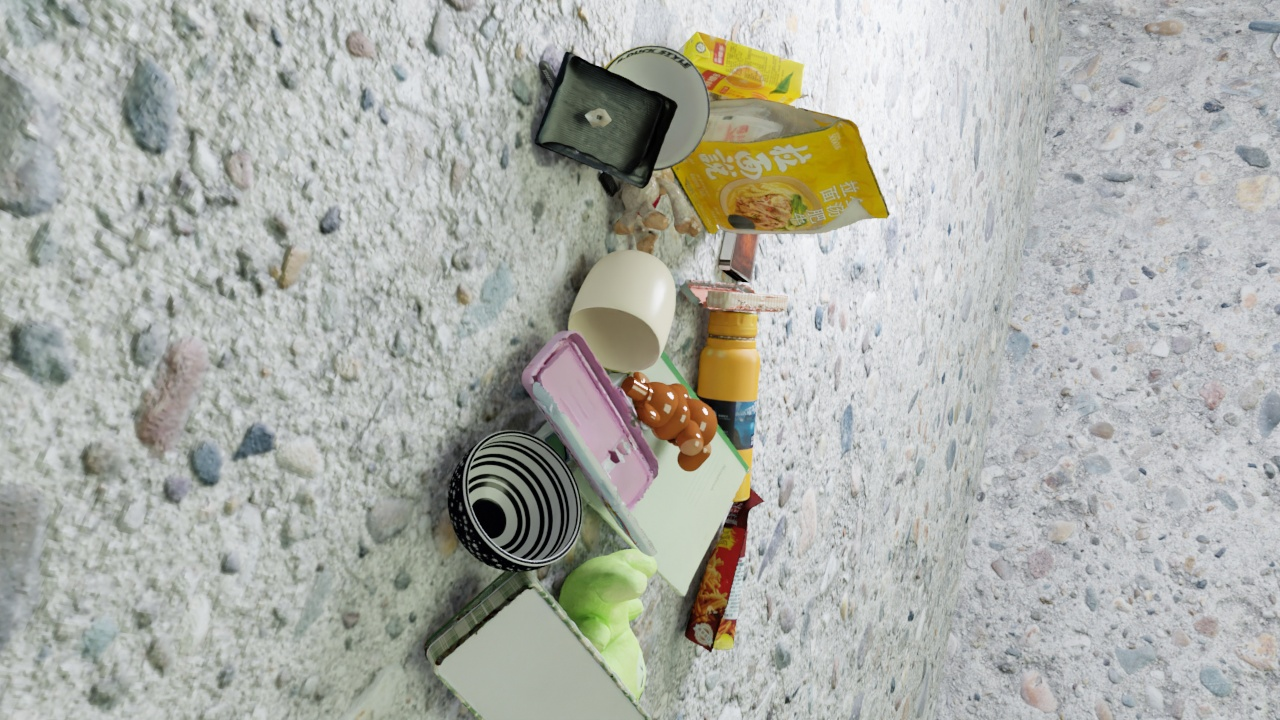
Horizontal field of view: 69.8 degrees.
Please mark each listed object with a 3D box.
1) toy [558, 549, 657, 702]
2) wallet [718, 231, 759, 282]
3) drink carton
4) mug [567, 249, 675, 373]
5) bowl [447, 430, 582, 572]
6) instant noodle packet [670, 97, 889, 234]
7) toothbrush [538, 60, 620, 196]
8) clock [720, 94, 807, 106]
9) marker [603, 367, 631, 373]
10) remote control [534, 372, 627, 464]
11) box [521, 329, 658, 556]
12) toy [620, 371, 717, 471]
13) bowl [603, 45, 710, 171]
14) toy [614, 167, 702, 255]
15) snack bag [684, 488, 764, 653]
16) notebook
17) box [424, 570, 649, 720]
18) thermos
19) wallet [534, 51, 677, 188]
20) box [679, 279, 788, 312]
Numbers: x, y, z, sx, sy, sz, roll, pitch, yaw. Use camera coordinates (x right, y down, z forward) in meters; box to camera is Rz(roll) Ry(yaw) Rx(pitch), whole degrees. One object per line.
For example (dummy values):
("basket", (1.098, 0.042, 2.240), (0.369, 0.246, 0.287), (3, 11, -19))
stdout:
("toy", (-0.041, 0.291, 0.940), (0.150, 0.107, 0.197), (-12, 117, -81))
("wallet", (0.136, -0.169, 1.199), (0.072, 0.019, 0.123), (24, 76, -57))
("drink carton", (0.109, -0.322, 1.021), (0.134, 0.059, 0.043), (11, 83, -17))
("mug", (-0.012, -0.049, 0.917), (0.120, 0.096, 0.099), (82, 21, -49))
("bowl", (-0.117, 0.128, 0.794), (0.120, 0.067, 0.120), (24, 49, -32))
("instant noodle packet", (0.156, -0.212, 1.032), (0.163, 0.222, 0.084), (52, 56, -48))
("toothbrush", (-0.057, -0.221, 0.884), (0.013, 0.013, 0.167), (-58, 141, -22))
("clock", (0.135, -0.313, 1.109), (0.140, 0.093, 0.055), (-35, 132, -40))
("marker", (-0.006, 0.006, 1.005), (0.017, 0.021, 0.123), (57, 21, 22))
("remote control", (-0.059, 0.061, 0.924), (0.143, 0.024, 0.050), (-36, 130, -44))
("box", (-0.045, 0.082, 0.862), (0.146, 0.077, 0.202), (-81, 149, -51))
("toy", (0.026, 0.058, 0.942), (0.127, 0.065, 0.094), (31, 28, -35))
("bowl", (0.003, -0.247, 0.905), (0.117, 0.067, 0.117), (-3, 104, -14))
("toy", (0.008, -0.170, 0.958), (0.074, 0.085, 0.106), (2, 74, -38))
("snack bag", (0.118, 0.265, 1.194), (0.139, 0.066, 0.208), (-167, -86, -89))
("notebook", (0.030, 0.123, 1.007), (0.181, 0.010, 0.252), (-58, 133, -24))
("box", (-0.089, 0.289, 0.816), (0.117, 0.051, 0.205), (-40, 113, -10))
("thermos", (0.107, 0.054, 1.152), (0.091, 0.076, 0.233), (-125, -142, -83))
("wallet", (-0.032, -0.221, 0.849), (0.115, 0.026, 0.089), (19, 96, -23))
("box", (0.119, -0.077, 1.141), (0.186, 0.083, 0.041), (-3, 100, -60))
